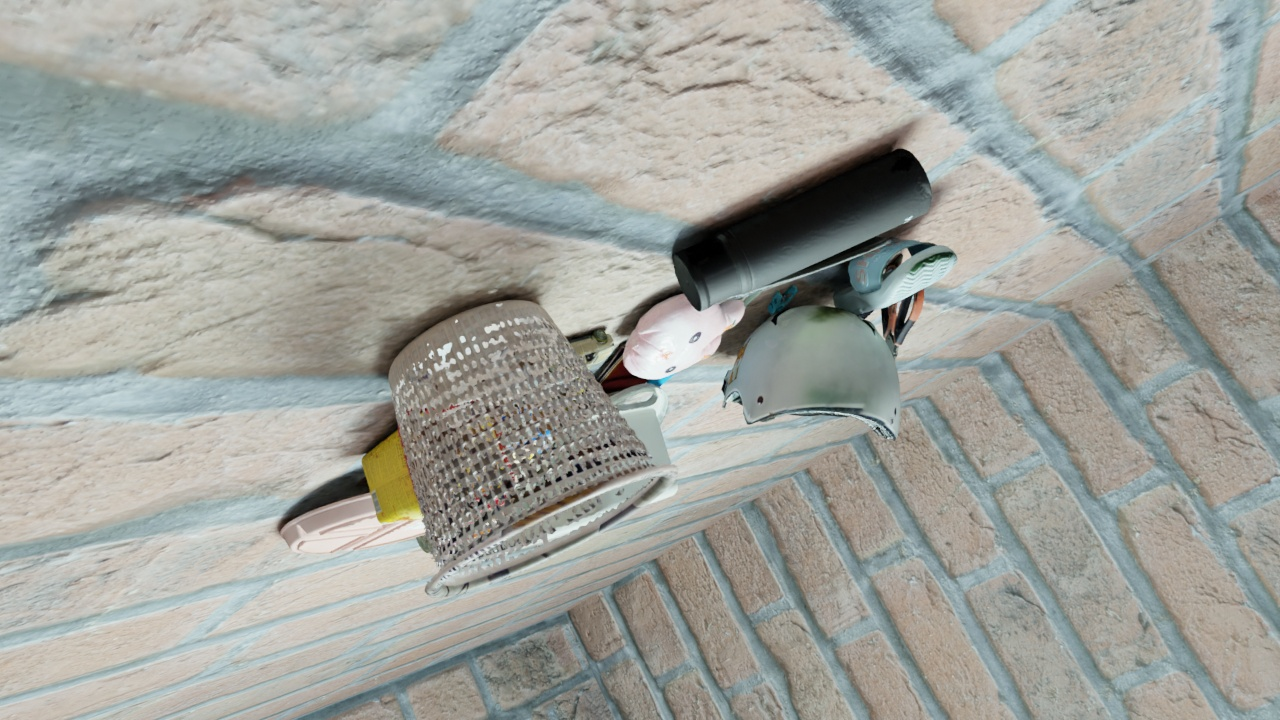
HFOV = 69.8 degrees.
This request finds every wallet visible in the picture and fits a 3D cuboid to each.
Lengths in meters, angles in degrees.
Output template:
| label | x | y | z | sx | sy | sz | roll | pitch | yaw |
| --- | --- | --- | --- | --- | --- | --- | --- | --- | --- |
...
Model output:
| label | x | y | z | sx | sy | sz | roll | pitch | yaw |
| --- | --- | --- | --- | --- | --- | --- | --- | --- | --- |
| wallet | -0.006 | 0.006 | 1.084 | 0.096 | 0.020 | 0.123 | -12 | 158 | -34 |

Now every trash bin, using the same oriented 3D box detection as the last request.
| label | x | y | z | sx | sy | sz | roll | pitch | yaw |
| --- | --- | --- | --- | --- | --- | --- | --- | --- | --- |
| trash bin | -0.110 | 0.065 | 0.778 | 0.227 | 0.192 | 0.228 | -26 | 164 | -8 |

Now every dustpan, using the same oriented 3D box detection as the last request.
| label | x | y | z | sx | sy | sz | roll | pitch | yaw |
| --- | --- | --- | --- | --- | --- | --- | --- | --- | --- |
| dustpan | -0.068 | 0.136 | 1.162 | 0.258 | 0.142 | 0.222 | -24 | 169 | 34 |

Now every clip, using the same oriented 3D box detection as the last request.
| label | x | y | z | sx | sy | sz | roll | pitch | yaw |
| --- | --- | --- | --- | --- | --- | --- | --- | --- | --- |
| clip | 0.174 | -0.074 | 1.138 | 0.038 | 0.013 | 0.055 | -21 | 163 | -20 |

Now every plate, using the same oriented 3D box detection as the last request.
| label | x | y | z | sx | sy | sz | roll | pitch | yaw |
| --- | --- | --- | --- | --- | --- | --- | --- | --- | --- |
| plate | -0.299 | 0.188 | 1.075 | 0.229 | 0.028 | 0.230 | -16 | 164 | -5 |
| plate | 0.171 | -0.103 | 0.959 | 0.179 | 0.024 | 0.179 | -21 | -176 | 2 |

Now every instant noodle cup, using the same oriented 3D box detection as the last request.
| label | x | y | z | sx | sy | sz | roll | pitch | yaw |
| --- | --- | --- | --- | --- | --- | --- | --- | --- | --- |
| instant noodle cup | -0.209 | 0.109 | 0.924 | 0.124 | 0.116 | 0.116 | -26 | 169 | 38 |

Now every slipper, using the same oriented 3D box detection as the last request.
| label | x | y | z | sx | sy | sz | roll | pitch | yaw |
| --- | --- | --- | --- | --- | --- | --- | --- | --- | --- |
| slipper | 0.305 | -0.111 | 1.145 | 0.104 | 0.074 | 0.246 | -26 | 180 | -11 |

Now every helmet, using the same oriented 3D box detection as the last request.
| label | x | y | z | sx | sy | sz | roll | pitch | yaw |
| --- | --- | --- | --- | --- | --- | --- | --- | --- | --- |
| helmet | 0.226 | 0.007 | 1.191 | 0.230 | 0.157 | 0.274 | 7 | -177 | 2 |

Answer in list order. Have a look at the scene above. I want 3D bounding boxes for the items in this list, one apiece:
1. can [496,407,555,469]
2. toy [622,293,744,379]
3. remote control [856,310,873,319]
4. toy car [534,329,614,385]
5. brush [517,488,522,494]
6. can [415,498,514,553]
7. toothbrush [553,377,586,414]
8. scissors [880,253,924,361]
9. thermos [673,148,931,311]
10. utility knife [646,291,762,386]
| label | x | y | z | sx | sy | sz | roll | pitch | yaw |
| --- | --- | --- | --- | --- | --- | --- | --- | --- | --- |
| can | -0.150 | 0.094 | 1.054 | 0.083 | 0.057 | 0.102 | -22 | 163 | -30 |
| toy | 0.051 | -0.029 | 0.997 | 0.159 | 0.054 | 0.122 | -11 | 147 | -45 |
| remote control | 0.317 | -0.062 | 1.386 | 0.053 | 0.024 | 0.137 | -22 | 164 | -25 |
| toy car | -0.066 | -0.003 | 0.933 | 0.090 | 0.035 | 0.042 | -20 | 163 | -34 |
| brush | -0.152 | 0.218 | 1.397 | 0.143 | 0.073 | 0.055 | -21 | 169 | -22 |
| can | -0.240 | 0.221 | 1.289 | 0.147 | 0.058 | 0.058 | -16 | 160 | -37 |
| toothbrush | -0.099 | 0.067 | 1.124 | 0.016 | 0.015 | 0.191 | -23 | 164 | -33 |
| scissors | 0.344 | -0.028 | 1.231 | 0.015 | 0.202 | 0.205 | 3 | 149 | -14 |
| thermos | 0.148 | -0.125 | 0.873 | 0.242 | 0.068 | 0.090 | -24 | -164 | -7 |
| utility knife | 0.079 | -0.028 | 1.112 | 0.217 | 0.018 | 0.034 | -41 | -167 | 33 |
